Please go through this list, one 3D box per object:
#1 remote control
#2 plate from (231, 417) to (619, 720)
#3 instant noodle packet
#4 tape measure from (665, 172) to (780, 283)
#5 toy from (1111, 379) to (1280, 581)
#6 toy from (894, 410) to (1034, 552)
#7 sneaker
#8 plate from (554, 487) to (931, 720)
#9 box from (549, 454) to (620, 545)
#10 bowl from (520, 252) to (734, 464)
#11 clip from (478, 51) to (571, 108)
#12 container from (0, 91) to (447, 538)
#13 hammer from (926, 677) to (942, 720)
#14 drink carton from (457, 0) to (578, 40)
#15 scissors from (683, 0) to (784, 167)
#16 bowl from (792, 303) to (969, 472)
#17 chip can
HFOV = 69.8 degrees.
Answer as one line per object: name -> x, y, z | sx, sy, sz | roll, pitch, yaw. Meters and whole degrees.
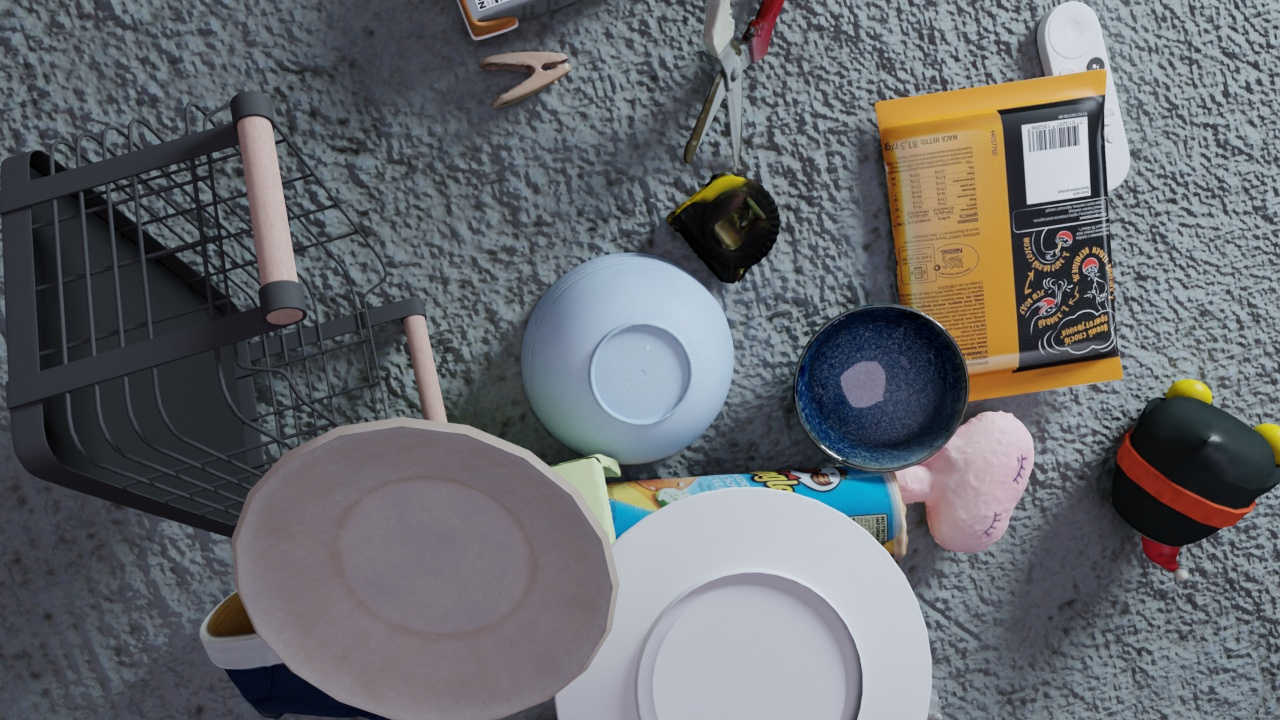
remote control -> 0.317, -0.187, 0.657 | 0.043, 0.013, 0.136 | -20, 100, -4
plate -> -0.106, 0.107, 0.463 | 0.189, 0.027, 0.189 | 0, 116, 0
instant noodle packet -> 0.257, -0.083, 0.652 | 0.160, 0.032, 0.221 | -8, 99, 0
tape measure -> 0.063, -0.092, 0.624 | 0.062, 0.038, 0.067 | -41, 100, -1
toy -> 0.393, 0.087, 0.668 | 0.097, 0.099, 0.119 | 39, 122, 30
toy -> 0.227, 0.082, 0.667 | 0.105, 0.053, 0.108 | 18, 97, 4
sneaker -> -0.132, 0.196, 0.579 | 0.295, 0.120, 0.127 | -10, 112, 19
plate -> 0.058, 0.173, 0.495 | 0.208, 0.015, 0.208 | 0, 89, -5
box -> -0.107, 0.098, 0.555 | 0.188, 0.130, 0.064 | -14, 110, 7
bowl -> -0.004, 0.004, 0.611 | 0.150, 0.075, 0.150 | -1, 98, -8
clip -> -0.078, -0.193, 0.600 | 0.060, 0.024, 0.041 | -32, 103, -12
container -> -0.202, -0.012, 0.491 | 0.130, 0.241, 0.162 | -16, 70, -1
hammer -> 0.033, 0.207, 0.626 | 0.326, 0.176, 0.079 | 8, 97, 10
drink carton -> -0.061, -0.258, 0.578 | 0.125, 0.048, 0.076 | -21, 100, -4
scissors -> 0.061, -0.224, 0.573 | 0.015, 0.179, 0.198 | 22, 78, 30
bowl -> 0.164, 0.015, 0.637 | 0.114, 0.060, 0.114 | 1, 98, 9
chip can -> 0.062, 0.116, 0.636 | 0.229, 0.080, 0.080 | -3, 98, -6
